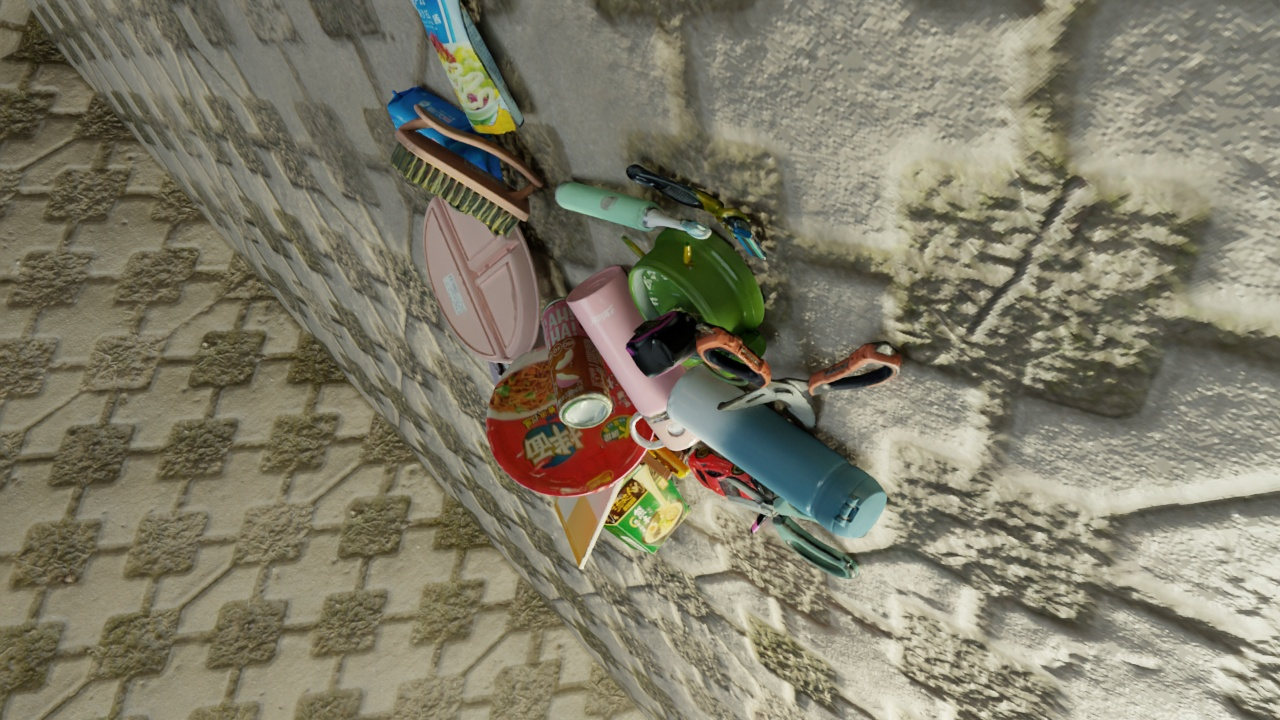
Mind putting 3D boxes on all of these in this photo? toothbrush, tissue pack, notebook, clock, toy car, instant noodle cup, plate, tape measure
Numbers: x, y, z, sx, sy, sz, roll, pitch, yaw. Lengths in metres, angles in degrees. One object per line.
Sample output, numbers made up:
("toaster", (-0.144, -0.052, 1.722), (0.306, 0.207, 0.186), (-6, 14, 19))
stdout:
("toothbrush", (0.138, 0.166, 1.019), (0.189, 0.018, 0.014), (102, 167, -65))
("tissue pack", (-0.207, -0.225, 0.978), (0.157, 0.052, 0.095), (35, 155, 31))
("notebook", (-0.065, 0.159, 1.168), (0.010, 0.146, 0.206), (22, -173, -17))
("clock", (0.051, -0.042, 0.788), (0.116, 0.056, 0.161), (17, 143, 54))
("toy car", (0.095, 0.133, 1.029), (0.106, 0.031, 0.049), (17, 144, 49))
("instant noodle cup", (-0.074, 0.071, 1.042), (0.194, 0.193, 0.066), (40, 165, 22))
("plate", (-0.196, -0.101, 1.093), (0.230, 0.028, 0.230), (29, 131, 40))
("toothbrush", (-0.010, -0.127, 0.781), (0.027, 0.026, 0.225), (21, -177, -38))
("tape measure", (0.018, -0.015, 0.741), (0.058, 0.056, 0.039), (-22, 105, 51))

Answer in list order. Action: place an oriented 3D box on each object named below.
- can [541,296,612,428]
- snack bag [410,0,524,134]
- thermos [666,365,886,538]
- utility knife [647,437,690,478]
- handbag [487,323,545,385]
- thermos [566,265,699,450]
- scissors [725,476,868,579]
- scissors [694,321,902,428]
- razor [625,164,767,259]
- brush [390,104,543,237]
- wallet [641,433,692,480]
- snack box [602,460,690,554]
("can", (-0.070, 0.001, 0.995), (0.058, 0.058, 0.147), (78, 178, -51))
("snack bag", (-0.169, -0.295, 0.816), (0.110, 0.038, 0.191), (37, 157, 55))
("thermos", (0.123, 0.084, 0.852), (0.220, 0.070, 0.070), (34, 154, 31))
("utility knife", (0.000, 0.089, 1.083), (0.154, 0.015, 0.033), (39, 153, 22))
("handbag", (-0.142, 0.037, 1.243), (0.145, 0.098, 0.197), (44, 158, 26))
("thermos", (-0.006, 0.005, 0.942), (0.198, 0.087, 0.067), (58, -160, -21))
("scissors", (0.168, 0.176, 0.947), (0.173, 0.019, 0.179), (6, 141, 42))
("scissors", (0.122, 0.017, 0.733), (0.189, 0.015, 0.222), (-2, 156, 30))
("razor", (0.042, -0.124, 0.717), (0.143, 0.022, 0.042), (35, 177, 31))
("brush", (-0.171, -0.187, 0.897), (0.145, 0.073, 0.063), (30, -161, -20))
("wallet", (0.007, 0.084, 1.117), (0.124, 0.032, 0.101), (43, 155, 13))
("snack box", (-0.007, 0.192, 1.212), (0.105, 0.117, 0.118), (48, 162, -10))
